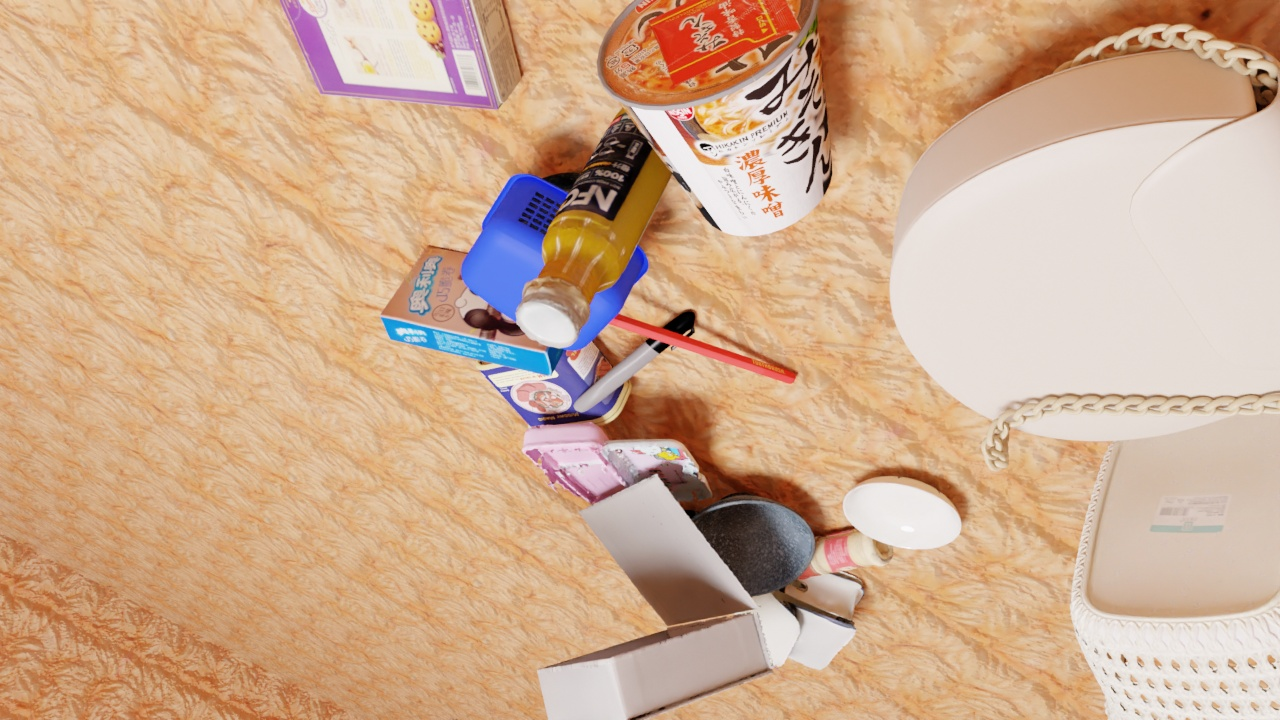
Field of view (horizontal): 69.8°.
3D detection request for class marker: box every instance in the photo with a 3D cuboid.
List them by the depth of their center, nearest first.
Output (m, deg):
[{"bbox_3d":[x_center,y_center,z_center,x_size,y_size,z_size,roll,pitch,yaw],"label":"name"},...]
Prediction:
[{"bbox_3d":[-0.005,0.005,0.775,0.139,0.016,0.022,-40,99,22],"label":"marker"}]

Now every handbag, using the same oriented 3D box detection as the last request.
[{"bbox_3d":[0.242,-0.043,0.476,0.209,0.103,0.210,-24,124,41],"label":"handbag"},{"bbox_3d":[0.144,0.277,1.026,0.176,0.073,0.152,20,143,6],"label":"handbag"}]

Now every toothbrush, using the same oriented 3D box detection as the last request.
[{"bbox_3d":[0.031,-0.021,0.741,0.212,0.012,0.018,18,119,-11],"label":"toothbrush"}]

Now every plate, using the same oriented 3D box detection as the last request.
[{"bbox_3d":[0.239,0.133,0.836,0.104,0.026,0.104,15,143,11],"label":"plate"}]

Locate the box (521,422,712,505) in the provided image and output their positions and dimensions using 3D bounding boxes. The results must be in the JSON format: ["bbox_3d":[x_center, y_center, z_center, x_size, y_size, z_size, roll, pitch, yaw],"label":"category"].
[{"bbox_3d":[-0.016,0.102,0.884,0.152,0.038,0.201,-5,158,10],"label":"box"}]

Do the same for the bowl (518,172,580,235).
[{"bbox_3d":[-0.047,-0.100,0.681,0.110,0.055,0.110,15,143,11],"label":"bowl"}]

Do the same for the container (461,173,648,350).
[{"bbox_3d":[-0.063,-0.063,0.640,0.114,0.058,0.096,33,143,-12],"label":"container"}]

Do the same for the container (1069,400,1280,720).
[{"bbox_3d":[0.387,0.141,0.599,0.185,0.245,0.143,-19,117,46],"label":"container"}]

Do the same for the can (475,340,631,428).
[{"bbox_3d":[-0.081,0.013,0.839,0.116,0.056,0.092,-10,130,37],"label":"can"}]

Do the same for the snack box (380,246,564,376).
[{"bbox_3d":[-0.129,-0.043,0.769,0.151,0.087,0.034,12,142,15],"label":"snack box"}]

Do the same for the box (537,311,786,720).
[{"bbox_3d":[0.024,0.155,0.922,0.173,0.421,0.168,19,152,-24],"label":"box"}]

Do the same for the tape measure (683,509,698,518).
[{"bbox_3d":[0.058,0.191,0.999,0.062,0.034,0.061,-8,132,36],"label":"tape measure"}]

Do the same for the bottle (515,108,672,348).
[{"bbox_3d":[-0.024,-0.088,0.574,0.053,0.185,0.053,15,143,12],"label":"bottle"}]

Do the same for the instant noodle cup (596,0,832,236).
[{"bbox_3d":[0.055,-0.144,0.530,0.124,0.123,0.122,1,147,27],"label":"instant noodle cup"}]

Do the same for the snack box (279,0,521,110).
[{"bbox_3d":[-0.164,-0.237,0.588,0.148,0.040,0.144,10,141,18],"label":"snack box"}]

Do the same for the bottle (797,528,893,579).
[{"bbox_3d":[0.197,0.192,0.918,0.044,0.044,0.109,42,139,-23],"label":"bottle"}]

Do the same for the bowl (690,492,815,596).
[{"bbox_3d":[0.102,0.170,0.918,0.137,0.057,0.137,0,125,0],"label":"bowl"}]
